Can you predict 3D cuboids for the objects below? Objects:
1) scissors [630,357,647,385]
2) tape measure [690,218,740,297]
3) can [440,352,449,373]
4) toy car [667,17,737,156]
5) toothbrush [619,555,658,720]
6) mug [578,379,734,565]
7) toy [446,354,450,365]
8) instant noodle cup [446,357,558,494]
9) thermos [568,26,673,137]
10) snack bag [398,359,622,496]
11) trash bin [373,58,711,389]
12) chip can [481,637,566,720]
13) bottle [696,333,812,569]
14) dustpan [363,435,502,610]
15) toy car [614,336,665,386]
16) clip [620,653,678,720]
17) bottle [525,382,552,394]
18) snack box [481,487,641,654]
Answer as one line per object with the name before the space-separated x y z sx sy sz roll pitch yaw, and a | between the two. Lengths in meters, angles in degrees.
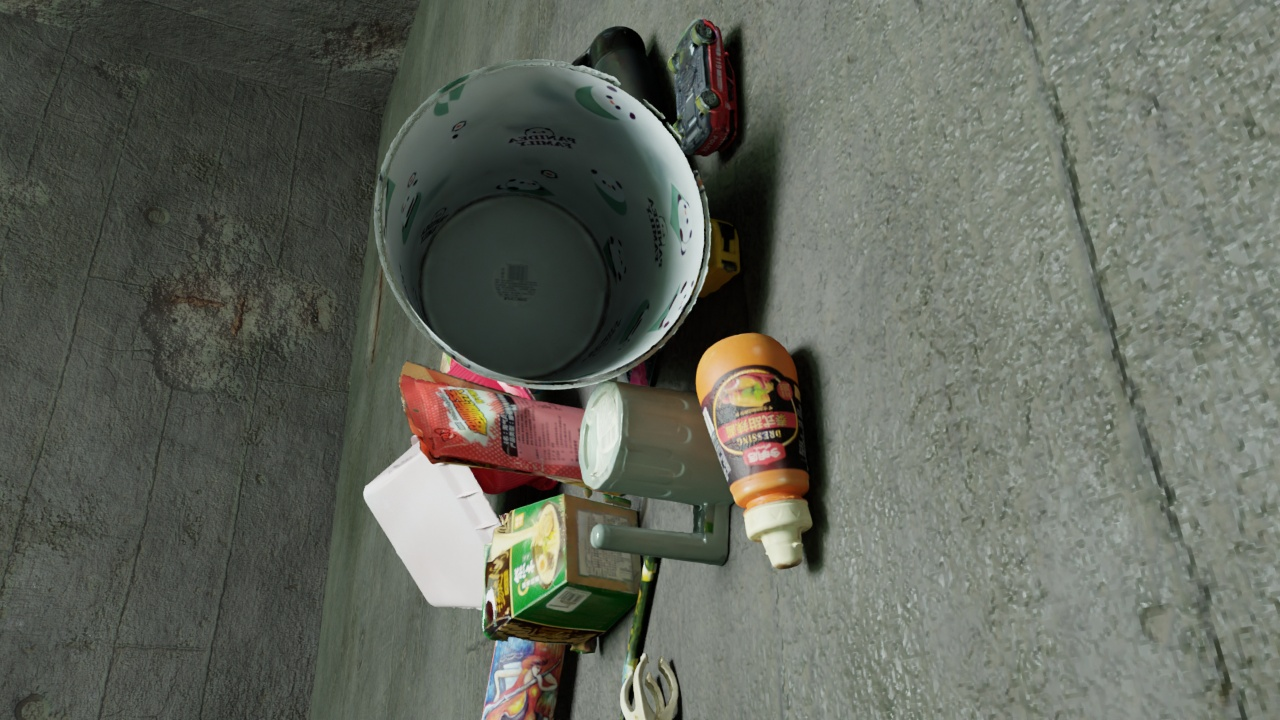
scissors | -0.001 0.060 0.748 0.133 0.017 0.133 86 -169 -48
tape measure | 0.058 -0.082 0.721 0.060 0.029 0.057 142 132 -57
can | -0.271 -0.002 1.393 0.059 0.058 0.116 179 100 -66
toy car | 0.054 -0.228 0.770 0.053 0.045 0.120 -34 55 56
toothbrush | -0.010 0.244 0.754 0.012 0.017 0.186 4 -83 -77
mug | 0.016 0.079 0.657 0.084 0.103 0.123 151 126 -61
toy | -0.185 -0.043 1.144 0.246 0.090 0.227 -72 2 -71
instant noodle cup | -0.172 0.076 1.001 0.194 0.065 0.194 36 145 30
thermos | -0.018 -0.231 0.888 0.068 0.090 0.242 68 -172 -48
snack bag | -0.104 0.064 0.802 0.073 0.207 0.128 -62 31 23
trash bin | -0.090 -0.081 0.742 0.252 0.229 0.229 154 124 -76
chip can | -0.108 0.288 0.876 0.071 0.071 0.214 -9 70 65
bottle | 0.078 0.059 0.585 0.067 0.066 0.149 -46 47 52
dustpan | -0.195 0.168 1.052 0.274 0.138 0.222 -18 103 40
toy car | -0.005 0.005 0.823 0.043 0.034 0.090 29 109 62
clip | 0.010 0.268 0.673 0.099 0.070 0.035 -97 30 -49
bottle | -0.088 -0.045 0.993 0.219 0.065 0.065 -52 35 45
snack box | -0.061 0.178 0.792 0.106 0.118 0.117 -39 44 42
